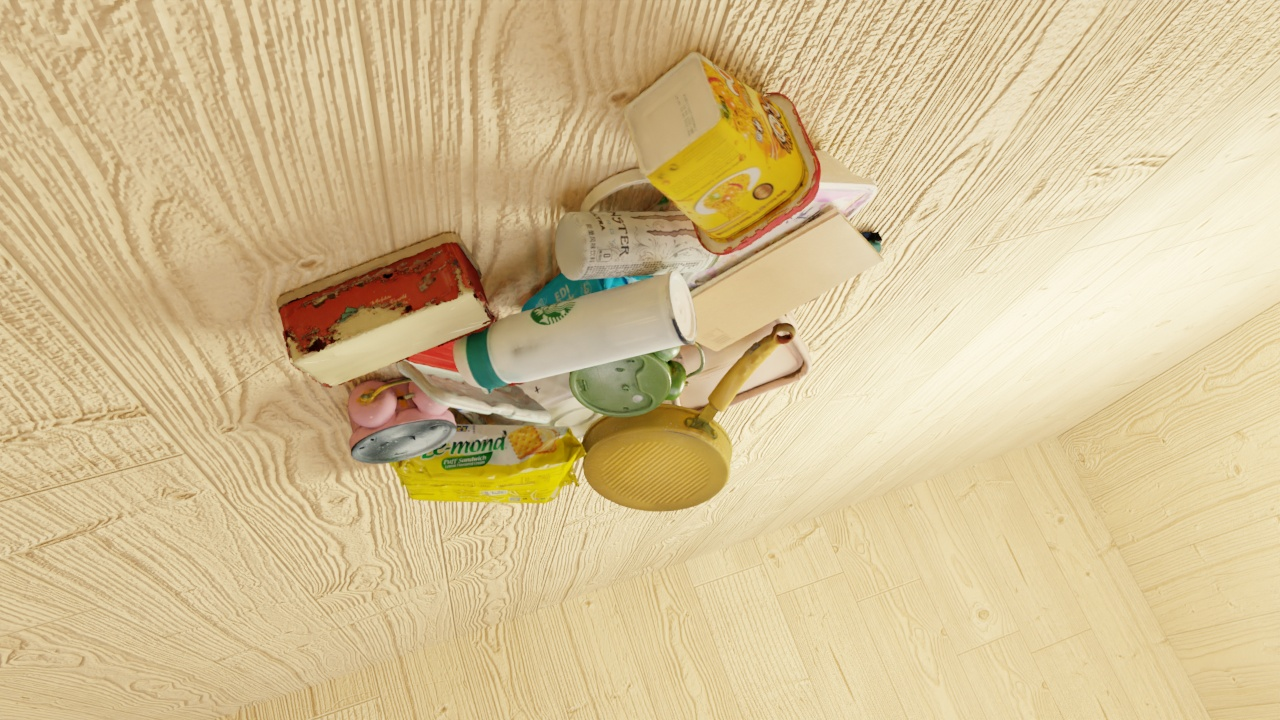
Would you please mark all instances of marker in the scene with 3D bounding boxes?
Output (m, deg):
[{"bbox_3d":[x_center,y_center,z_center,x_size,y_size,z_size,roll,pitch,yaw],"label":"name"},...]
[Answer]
[{"bbox_3d":[-0.212,0.068,1.145,0.017,0.017,0.146,-20,160,-1],"label":"marker"}]

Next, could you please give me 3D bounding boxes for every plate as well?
[{"bbox_3d":[-0.090,0.057,1.195,0.204,0.045,0.205,-18,160,-7],"label":"plate"}]

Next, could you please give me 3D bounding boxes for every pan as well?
[{"bbox_3d":[0.069,0.076,1.152,0.197,0.078,0.359,27,134,-26],"label":"pan"}]

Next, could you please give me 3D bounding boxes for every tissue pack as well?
[{"bbox_3d":[-0.050,-0.058,0.916,0.089,0.063,0.140,2,150,-47],"label":"tissue pack"}]

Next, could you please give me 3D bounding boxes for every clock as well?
[{"bbox_3d":[-0.264,0.058,1.009,0.117,0.059,0.159,-10,159,-23],"label":"clock"},{"bbox_3d":[-0.006,0.006,1.059,0.161,0.056,0.116,-6,137,7],"label":"clock"}]

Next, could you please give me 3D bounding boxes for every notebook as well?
[{"bbox_3d":[0.133,-0.074,0.943,0.212,0.012,0.149,-29,155,22],"label":"notebook"}]

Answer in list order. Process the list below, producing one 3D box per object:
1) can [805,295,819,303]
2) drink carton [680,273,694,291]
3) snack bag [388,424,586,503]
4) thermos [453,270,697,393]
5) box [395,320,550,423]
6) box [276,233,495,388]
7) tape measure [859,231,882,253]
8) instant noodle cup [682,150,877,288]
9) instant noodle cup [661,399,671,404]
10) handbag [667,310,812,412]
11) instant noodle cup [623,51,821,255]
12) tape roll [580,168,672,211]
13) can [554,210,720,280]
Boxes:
[{"bbox_3d":[0.150,-0.089,1.025,0.093,0.066,0.067,-10,157,-28],"label":"can"},{"bbox_3d":[0.005,-0.067,0.962,0.123,0.053,0.045,-35,151,34],"label":"drink carton"},{"bbox_3d":[-0.196,0.135,1.166,0.246,0.068,0.158,1,157,-7],"label":"snack bag"},{"bbox_3d":[-0.065,-0.025,0.838,0.225,0.073,0.073,-13,163,20],"label":"thermos"},{"bbox_3d":[-0.160,0.021,0.962,0.095,0.098,0.201,-28,159,21],"label":"box"},{"bbox_3d":[-0.217,-0.035,0.795,0.168,0.077,0.091,-21,160,0],"label":"box"},{"bbox_3d":[0.259,-0.129,1.089,0.054,0.025,0.058,-8,157,-29],"label":"tape measure"},{"bbox_3d":[0.123,-0.140,0.884,0.137,0.060,0.174,-5,153,-36],"label":"instant noodle cup"},{"bbox_3d":[0.052,0.092,1.303,0.116,0.124,0.117,-15,159,-17],"label":"instant noodle cup"},{"bbox_3d":[0.102,-0.028,1.137,0.193,0.093,0.234,-23,151,7],"label":"handbag"},{"bbox_3d":[0.059,-0.162,0.709,0.116,0.116,0.123,-32,146,27],"label":"instant noodle cup"},{"bbox_3d":[-0.011,-0.140,0.819,0.085,0.014,0.086,-18,159,-7],"label":"tape roll"},{"bbox_3d":[-0.001,-0.104,0.813,0.146,0.058,0.058,-7,155,-32],"label":"can"}]
